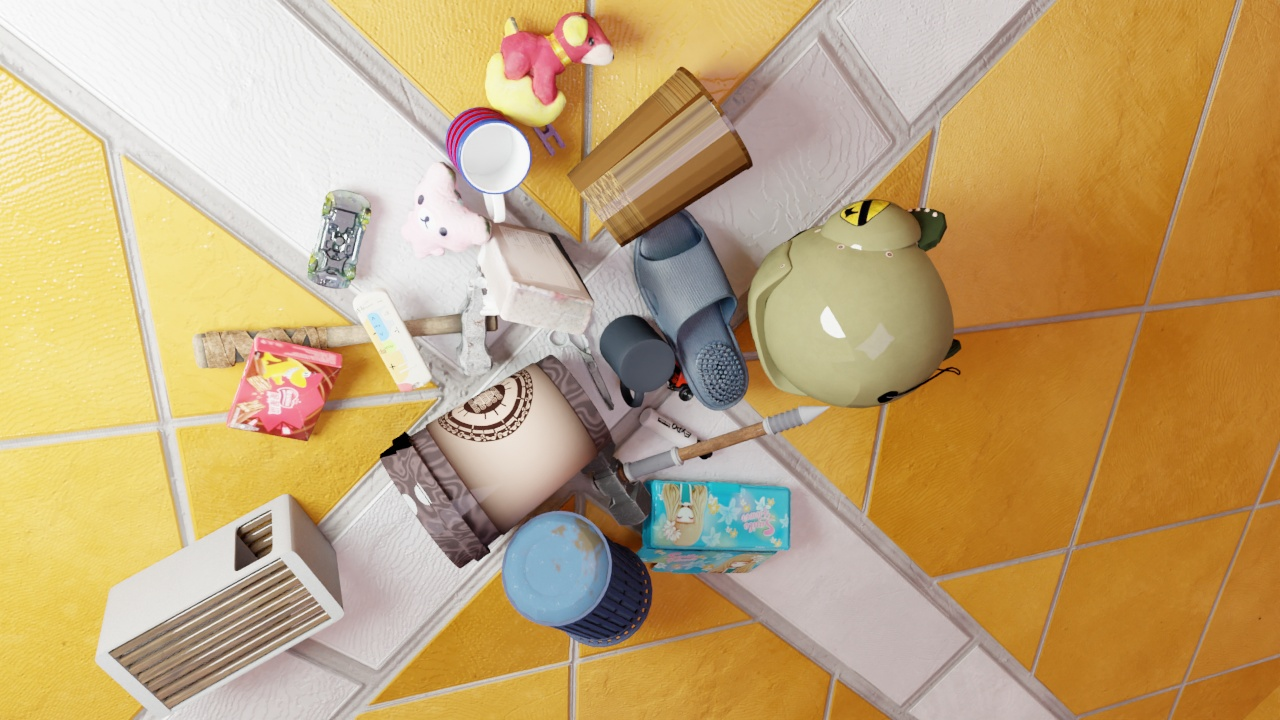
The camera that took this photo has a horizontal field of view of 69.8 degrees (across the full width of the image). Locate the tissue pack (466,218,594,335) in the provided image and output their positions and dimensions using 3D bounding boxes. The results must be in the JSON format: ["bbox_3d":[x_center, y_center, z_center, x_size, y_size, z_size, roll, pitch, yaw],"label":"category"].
[{"bbox_3d":[-0.124,-0.086,0.974,0.103,0.181,0.071,9,119,-26],"label":"tissue pack"}]

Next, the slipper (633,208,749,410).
[{"bbox_3d":[0.070,-0.054,1.100,0.101,0.082,0.264,-24,106,-11],"label":"slipper"}]

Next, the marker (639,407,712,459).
[{"bbox_3d":[0.051,0.101,1.230,0.126,0.025,0.025,33,99,-32],"label":"marker"}]

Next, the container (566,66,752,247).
[{"bbox_3d":[0.016,-0.215,1.004,0.167,0.132,0.132,-37,123,5],"label":"container"}]

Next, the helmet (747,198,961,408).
[{"bbox_3d":[0.242,-0.062,1.079,0.232,0.255,0.250,-26,121,-12],"label":"helmet"}]

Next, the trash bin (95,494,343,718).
[{"bbox_3d":[-0.473,0.276,1.047,0.228,0.114,0.114,-29,122,-7],"label":"trash bin"}]

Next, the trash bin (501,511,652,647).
[{"bbox_3d":[-0.075,0.271,1.127,0.139,0.139,0.250,-35,157,-3],"label":"trash bin"}]

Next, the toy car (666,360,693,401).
[{"bbox_3d":[0.078,0.022,1.186,0.100,0.051,0.049,3,115,-23],"label":"toy car"}]

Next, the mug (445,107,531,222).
[{"bbox_3d":[-0.158,-0.202,0.962,0.075,0.076,0.112,-12,119,-17],"label":"mug"}]

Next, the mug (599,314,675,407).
[{"bbox_3d":[-0.007,0.007,1.128,0.071,0.077,0.105,-2,115,-22],"label":"mug"}]

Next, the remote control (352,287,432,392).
[{"bbox_3d":[-0.267,-0.021,0.992,0.038,0.018,0.126,-26,118,-7],"label":"remote control"}]

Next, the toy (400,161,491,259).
[{"bbox_3d":[-0.215,-0.148,0.976,0.096,0.052,0.099,-35,90,21],"label":"toy"}]

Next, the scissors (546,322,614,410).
[{"bbox_3d":[-0.058,-0.009,1.137,0.090,0.014,0.171,-45,120,5],"label":"scissors"}]

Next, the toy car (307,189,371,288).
[{"bbox_3d":[-0.316,-0.127,0.960,0.048,0.033,0.105,13,105,-25],"label":"toy car"}]

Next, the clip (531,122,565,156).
[{"bbox_3d":[-0.099,-0.250,1.001,0.037,0.013,0.053,-24,124,-9],"label":"clip"}]

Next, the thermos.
[{"bbox_3d":[-0.161,0.108,1.069,0.226,0.173,0.173,-35,123,-11],"label":"thermos"}]

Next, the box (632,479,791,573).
[{"bbox_3d":[0.100,0.251,1.298,0.227,0.083,0.173,7,112,-25],"label":"box"}]

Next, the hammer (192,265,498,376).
[{"bbox_3d":[-0.315,-0.029,1.006,0.318,0.049,0.122,-7,115,-17],"label":"hammer"}]

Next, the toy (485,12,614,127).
[{"bbox_3d":[-0.101,-0.308,0.947,0.137,0.067,0.105,-37,116,10],"label":"toy"}]

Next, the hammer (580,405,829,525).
[{"bbox_3d":[0.080,0.108,1.139,0.323,0.043,0.156,-21,118,23],"label":"hammer"}]

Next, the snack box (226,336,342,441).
[{"bbox_3d":[-0.385,0.033,0.989,0.089,0.021,0.133,14,132,-28],"label":"snack box"}]
